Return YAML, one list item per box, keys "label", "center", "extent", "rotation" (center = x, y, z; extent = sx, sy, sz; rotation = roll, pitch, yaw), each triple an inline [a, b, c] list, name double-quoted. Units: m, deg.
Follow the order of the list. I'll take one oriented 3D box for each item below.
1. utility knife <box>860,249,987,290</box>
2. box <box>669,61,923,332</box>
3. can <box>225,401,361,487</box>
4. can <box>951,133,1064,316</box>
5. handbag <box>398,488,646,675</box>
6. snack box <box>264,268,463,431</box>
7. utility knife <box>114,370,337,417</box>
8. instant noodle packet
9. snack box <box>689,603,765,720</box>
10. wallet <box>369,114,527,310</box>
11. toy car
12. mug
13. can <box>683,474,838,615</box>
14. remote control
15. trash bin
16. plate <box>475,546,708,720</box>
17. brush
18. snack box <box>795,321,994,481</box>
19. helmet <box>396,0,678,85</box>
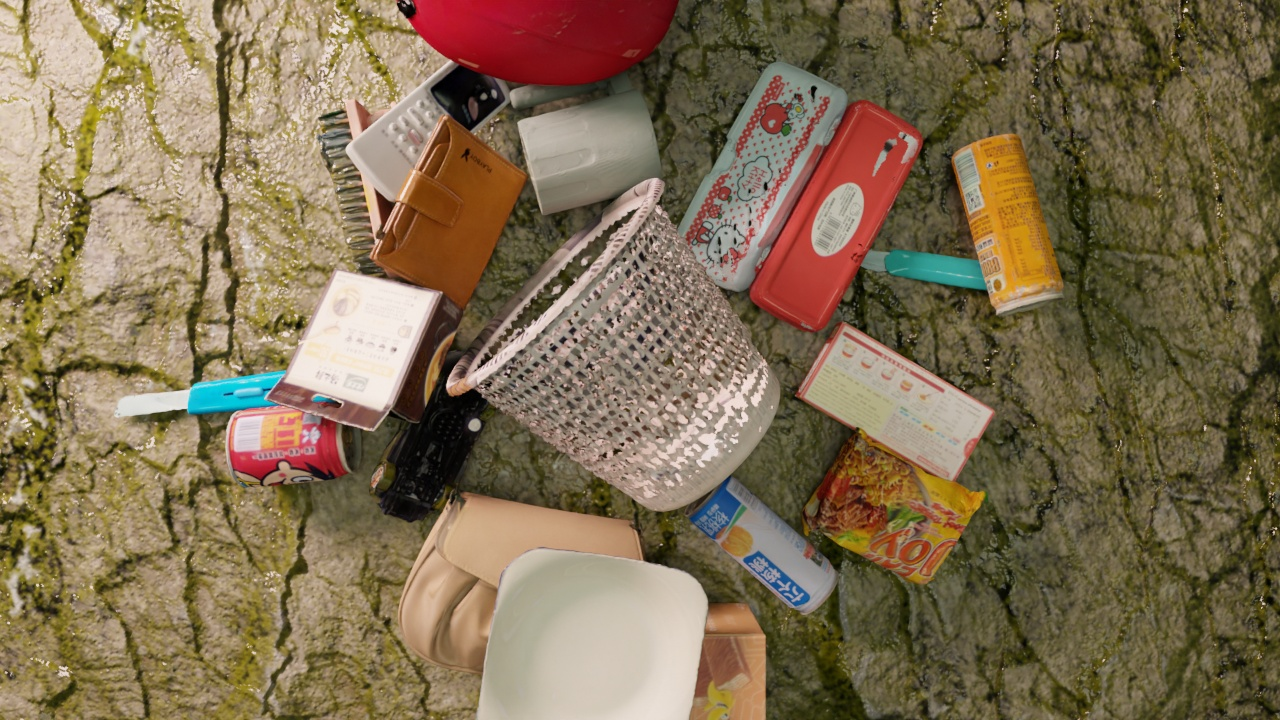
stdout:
- label: "utility knife"
  center: [0.277, -0.080, 0.812]
  extent: [0.178, 0.013, 0.029]
  rotation: [9, 88, 2]
- label: "box"
  center: [0.134, -0.142, 0.792]
  extent: [0.161, 0.050, 0.201]
  rotation: [28, 89, 2]
- label: "can"
  center: [-0.289, 0.070, 0.771]
  extent: [0.094, 0.066, 0.066]
  rotation: [-6, 91, -2]
- label: "can"
  center: [0.311, -0.115, 0.778]
  extent: [0.058, 0.058, 0.146]
  rotation: [-12, 82, -2]
- label: "handbag"
  center: [-0.091, 0.194, 0.761]
  extent: [0.204, 0.100, 0.148]
  rotation: [11, 96, -8]
- label: "snack box"
  center: [-0.222, -0.005, 0.745]
  extent: [0.113, 0.053, 0.125]
  rotation: [13, 74, 23]
- label: "utility knife"
  center: [-0.352, 0.030, 0.793]
  extent: [0.208, 0.018, 0.034]
  rotation: [-7, 92, 0]
- label: "instant noodle packet"
  center: [0.216, 0.131, 0.789]
  extent: [0.128, 0.044, 0.111]
  rotation: [27, 110, -1]
- label: "snack box"
  center: [0.060, 0.263, 0.771]
  extent: [0.077, 0.093, 0.094]
  rotation: [0, 91, -2]
- label: "wallet"
  center: [-0.160, -0.122, 0.751]
  extent: [0.035, 0.119, 0.130]
  rotation: [22, 84, 36]
- label: "toy car"
  center: [-0.173, 0.064, 0.781]
  extent: [0.070, 0.042, 0.158]
  rotation: [27, 91, -30]
- label: "mug"
  center: [-0.048, -0.189, 0.769]
  extent: [0.103, 0.084, 0.123]
  rotation: [-16, 69, -5]
- label: "can"
  center: [0.105, 0.157, 0.790]
  extent: [0.134, 0.053, 0.053]
  rotation: [41, 90, -2]
- label: "remote control"
  center: [-0.171, -0.197, 0.759]
  extent: [0.058, 0.021, 0.149]
  rotation: [50, 65, -20]
- label: "trash bin"
  center: [-0.005, 0.003, 0.718]
  extent: [0.227, 0.227, 0.192]
  rotation: [-45, 104, -1]
- label: "plate"
  center: [-0.037, 0.228, 0.705]
  extent: [0.163, 0.034, 0.164]
  rotation: [11, 89, -8]
- label: "brush"
  center: [-0.219, -0.141, 0.771]
  extent: [0.073, 0.063, 0.145]
  rotation: [-12, 92, -4]
- label: "snack box"
  center: [0.222, 0.038, 0.805]
  extent: [0.156, 0.027, 0.077]
  rotation: [31, 91, -2]
- label: "helmet"
  center: [-0.075, -0.283, 0.712]
  extent: [0.240, 0.206, 0.144]
  rotation: [-15, 109, 2]
